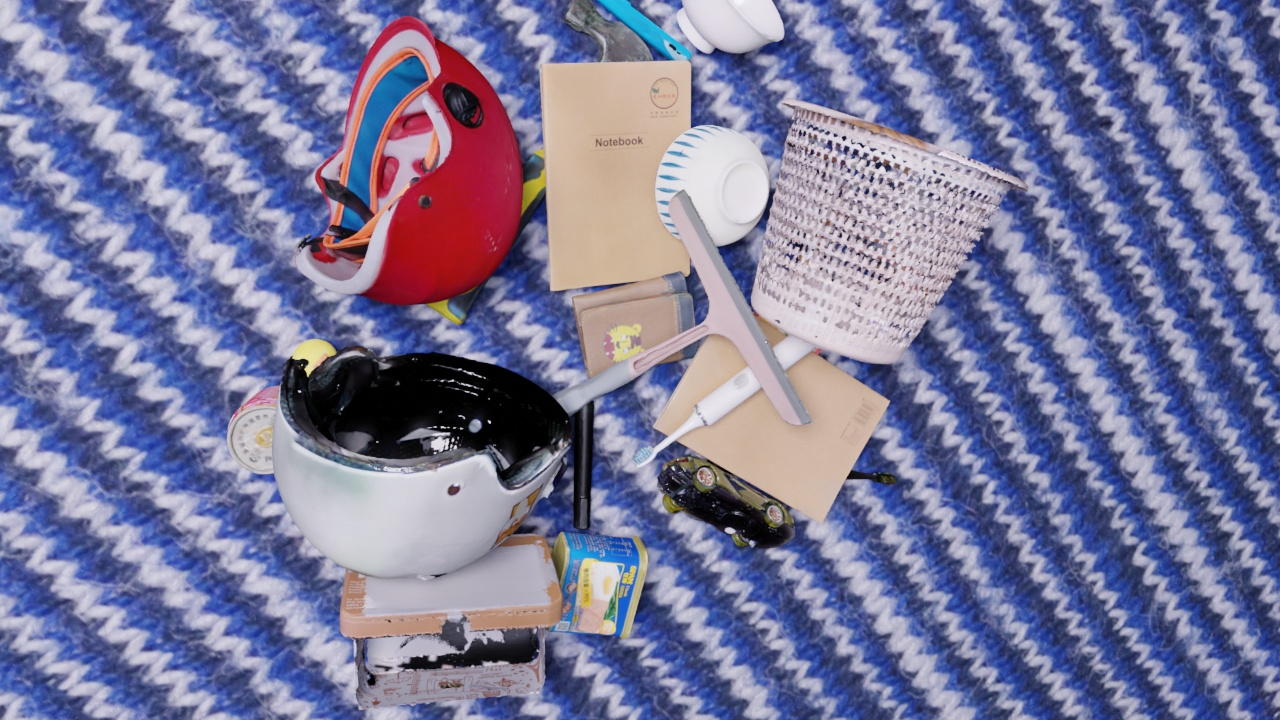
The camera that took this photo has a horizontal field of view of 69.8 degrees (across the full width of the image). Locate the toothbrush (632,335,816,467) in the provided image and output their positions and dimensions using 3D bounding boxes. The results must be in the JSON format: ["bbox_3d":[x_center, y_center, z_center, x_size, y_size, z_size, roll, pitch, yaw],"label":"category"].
[{"bbox_3d":[0.083,0.037,0.903,0.221,0.026,0.026,-36,139,-7],"label":"toothbrush"}]

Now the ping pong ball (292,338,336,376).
[{"bbox_3d":[-0.298,0.000,0.841,0.040,0.040,0.040,-2,98,-13],"label":"ping pong ball"}]

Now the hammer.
[{"bbox_3d":[-0.095,-0.175,0.870,0.126,0.032,0.323,33,89,-14],"label":"hammer"}]

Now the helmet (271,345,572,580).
[{"bbox_3d":[-0.188,0.094,0.776,0.230,0.273,0.157,23,102,12],"label":"helmet"}]

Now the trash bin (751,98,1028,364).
[{"bbox_3d":[0.203,-0.110,0.839,0.227,0.227,0.192,16,106,-15],"label":"trash bin"}]

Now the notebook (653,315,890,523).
[{"bbox_3d":[0.138,0.055,0.936,0.211,0.012,0.149,31,89,-15],"label":"notebook"}]

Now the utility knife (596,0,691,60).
[{"bbox_3d":[-0.037,-0.345,0.860,0.204,0.034,0.018,34,101,-14],"label":"utility knife"}]

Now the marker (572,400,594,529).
[{"bbox_3d":[-0.058,0.105,0.921,0.020,0.022,0.132,1,98,-7],"label":"marker"}]

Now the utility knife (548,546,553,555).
[{"bbox_3d":[-0.129,0.208,0.920,0.206,0.021,0.031,-8,104,-5],"label":"utility knife"}]

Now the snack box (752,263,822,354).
[{"bbox_3d":[0.142,-0.020,0.948,0.077,0.027,0.155,45,86,-15],"label":"snack box"}]

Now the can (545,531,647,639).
[{"bbox_3d":[-0.047,0.222,0.913,0.083,0.057,0.102,9,106,-18],"label":"can"}]

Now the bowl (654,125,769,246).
[{"bbox_3d":[0.079,-0.163,0.876,0.116,0.066,0.116,-11,111,-31],"label":"bowl"}]

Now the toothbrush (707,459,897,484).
[{"bbox_3d":[0.175,0.117,0.974,0.212,0.027,0.026,7,91,-14],"label":"toothbrush"}]

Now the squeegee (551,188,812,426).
[{"bbox_3d":[-0.005,0.005,0.882,0.250,0.040,0.247,-28,95,8],"label":"squeegee"}]

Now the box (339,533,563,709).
[{"bbox_3d":[-0.164,0.239,0.812,0.183,0.193,0.157,-2,97,-11],"label":"box"}]

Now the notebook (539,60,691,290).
[{"bbox_3d":[-0.020,-0.174,0.870,0.147,0.008,0.208,-8,111,-20],"label":"notebook"}]

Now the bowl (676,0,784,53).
[{"bbox_3d":[0.073,-0.330,0.864,0.065,0.118,0.118,-33,107,33],"label":"bowl"}]

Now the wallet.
[{"bbox_3d":[-0.004,-0.034,0.908,0.115,0.033,0.090,-12,109,-8],"label":"wallet"}]

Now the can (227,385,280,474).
[{"bbox_3d":[-0.326,0.061,0.815,0.066,0.094,0.066,-2,97,-13],"label":"can"}]

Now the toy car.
[{"bbox_3d":[0.089,0.148,0.941,0.158,0.070,0.042,32,48,-16],"label":"toy car"}]

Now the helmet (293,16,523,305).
[{"bbox_3d":[-0.178,-0.153,0.780,0.143,0.207,0.239,21,65,-39],"label":"helmet"}]
